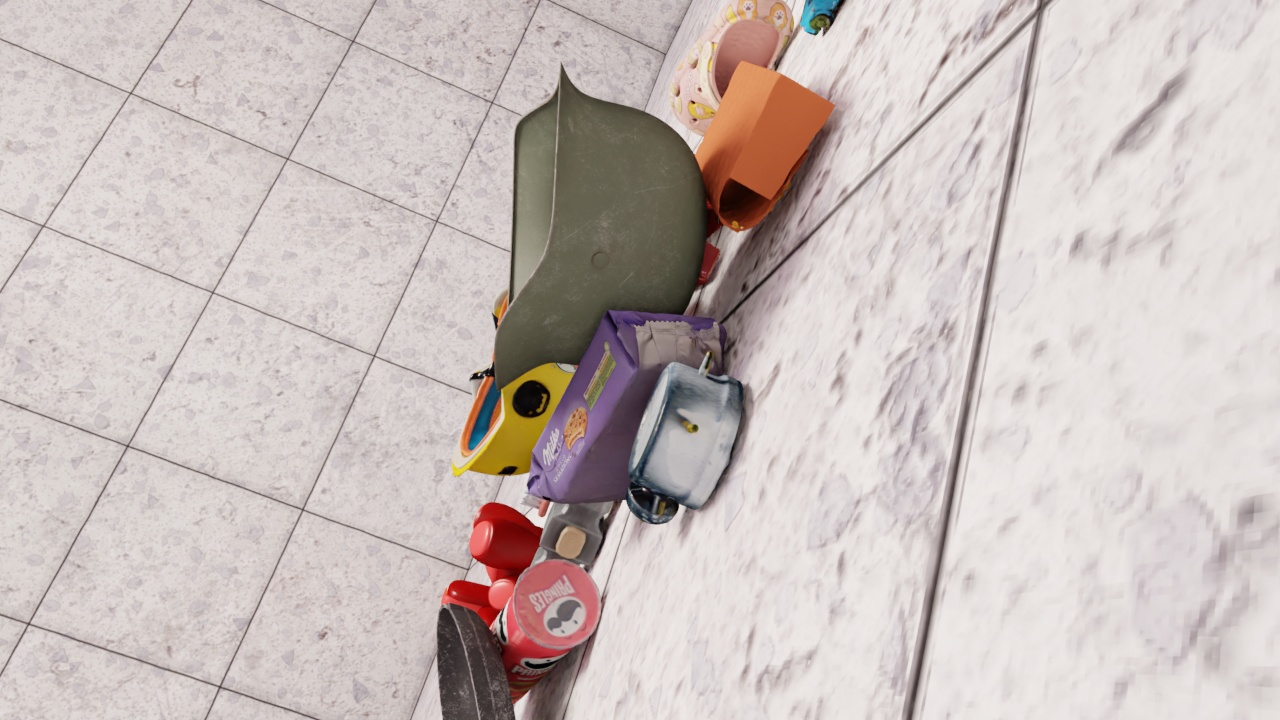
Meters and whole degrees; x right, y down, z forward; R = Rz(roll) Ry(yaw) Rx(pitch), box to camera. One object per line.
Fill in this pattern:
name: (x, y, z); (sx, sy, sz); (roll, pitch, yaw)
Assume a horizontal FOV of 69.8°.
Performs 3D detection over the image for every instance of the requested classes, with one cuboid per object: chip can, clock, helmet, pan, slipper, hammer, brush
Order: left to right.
pan: (-0.106, 0.303, 0.694); (0.357, 0.040, 0.207); (-179, 84, -67)
chip can: (-0.103, 0.251, 0.820); (0.234, 0.073, 0.073); (123, 167, -53)
brush: (-0.106, 0.137, 0.964); (0.172, 0.030, 0.041); (129, 162, -83)
helmet: (-0.108, 0.030, 1.019); (0.209, 0.139, 0.240); (-176, 103, -71)
hammer: (-0.065, 0.130, 0.996); (0.322, 0.051, 0.117); (-91, 25, -76)
helmet: (-0.028, -0.097, 0.710); (0.268, 0.154, 0.226); (101, 170, -52)
clock: (0.025, 0.055, 0.598); (0.130, 0.052, 0.090); (115, 172, -50)
slipper: (0.092, -0.297, 0.971); (0.198, 0.093, 0.081); (127, 153, -58)

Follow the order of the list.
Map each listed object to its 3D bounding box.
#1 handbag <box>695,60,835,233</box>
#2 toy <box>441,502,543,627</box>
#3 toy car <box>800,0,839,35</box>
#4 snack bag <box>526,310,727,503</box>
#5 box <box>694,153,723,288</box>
handbag: (0.089, -0.164, 0.711); (0.109, 0.060, 0.171); (-60, 13, 17)
toy: (-0.161, 0.269, 1.031); (0.158, 0.120, 0.197); (-174, 98, -79)
toy car: (0.162, -0.323, 0.763); (0.106, 0.032, 0.048); (124, 167, -48)
snack bag: (-0.012, 0.046, 0.698); (0.206, 0.096, 0.058); (-61, 39, 41)
box: (0.016, -0.147, 0.904); (0.157, 0.136, 0.122); (169, 122, -79)
